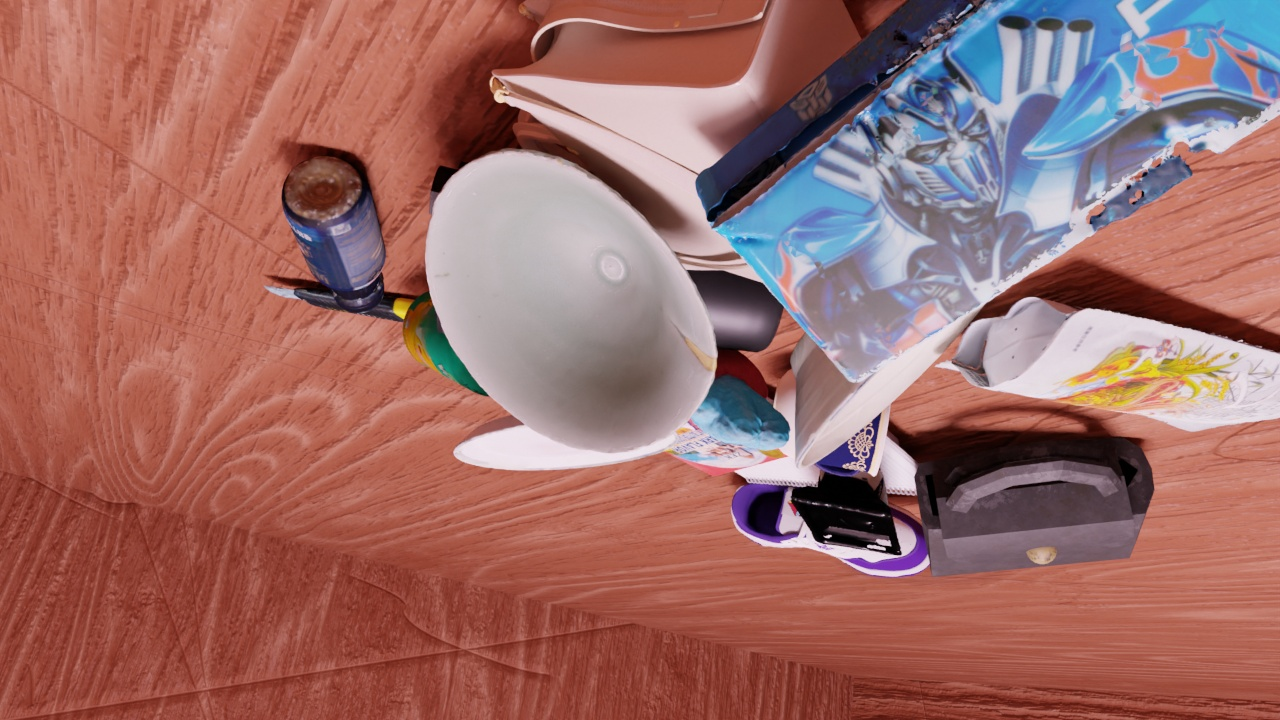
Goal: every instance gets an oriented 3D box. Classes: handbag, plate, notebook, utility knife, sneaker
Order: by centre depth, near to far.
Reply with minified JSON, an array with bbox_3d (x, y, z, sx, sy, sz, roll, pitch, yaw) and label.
[{"bbox_3d":[0.014,-0.109,0.453,0.198,0.101,0.194,9,162,37],"label":"handbag"},{"bbox_3d":[-0.051,0.056,0.642,0.157,0.014,0.157,-4,163,-1],"label":"plate"},{"bbox_3d":[-0.232,-0.048,0.790,0.188,0.020,0.029,8,158,2],"label":"utility knife"},{"bbox_3d":[0.353,0.131,0.825,0.197,0.102,0.199,-10,147,16],"label":"handbag"},{"bbox_3d":[0.171,0.103,0.962,0.246,0.013,0.178,-2,155,40],"label":"notebook"},{"bbox_3d":[0.214,0.186,1.072,0.245,0.091,0.111,5,161,30],"label":"sneaker"}]

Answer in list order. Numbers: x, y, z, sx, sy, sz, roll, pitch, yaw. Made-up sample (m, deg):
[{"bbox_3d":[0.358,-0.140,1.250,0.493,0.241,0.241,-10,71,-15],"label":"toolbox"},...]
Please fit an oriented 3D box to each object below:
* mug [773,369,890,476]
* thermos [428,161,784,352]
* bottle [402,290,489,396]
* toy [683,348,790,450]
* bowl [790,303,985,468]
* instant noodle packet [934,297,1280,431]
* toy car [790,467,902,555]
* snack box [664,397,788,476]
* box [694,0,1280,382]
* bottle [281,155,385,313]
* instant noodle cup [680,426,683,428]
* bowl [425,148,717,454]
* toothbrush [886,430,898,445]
[{"bbox_3d":[0.155,0.055,0.770,0.089,0.085,0.112,9,134,10],"label":"mug"},{"bbox_3d":[-0.023,-0.056,0.580,0.218,0.105,0.106,8,159,-8],"label":"thermos"},{"bbox_3d":[-0.109,-0.008,0.672,0.068,0.068,0.210,27,176,-35],"label":"bottle"},{"bbox_3d":[0.049,0.024,0.614,0.092,0.062,0.133,0,-154,-28],"label":"toy"},{"bbox_3d":[0.149,-0.009,0.604,0.058,0.176,0.177,47,167,18],"label":"bowl"},{"bbox_3d":[0.357,0.015,0.642,0.269,0.057,0.147,13,160,-20],"label":"instant noodle packet"},{"bbox_3d":[0.210,0.136,0.898,0.094,0.071,0.192,8,160,23],"label":"toy car"},{"bbox_3d":[0.056,0.055,0.865,0.145,0.040,0.143,28,153,-21],"label":"snack box"},{"bbox_3d":[0.141,-0.091,0.299,0.244,0.085,0.091,-37,138,26],"label":"box"},{"bbox_3d":[-0.210,-0.082,0.647,0.056,0.056,0.161,12,159,-4],"label":"bottle"},{"bbox_3d":[-0.004,0.004,0.721,0.122,0.122,0.136,3,-157,-8],"label":"instant noodle cup"},{"bbox_3d":[-0.028,-0.038,0.492,0.174,0.067,0.174,17,127,24],"label":"bowl"},{"bbox_3d":[0.224,0.070,0.875,0.019,0.018,0.188,-5,154,38],"label":"toothbrush"}]
